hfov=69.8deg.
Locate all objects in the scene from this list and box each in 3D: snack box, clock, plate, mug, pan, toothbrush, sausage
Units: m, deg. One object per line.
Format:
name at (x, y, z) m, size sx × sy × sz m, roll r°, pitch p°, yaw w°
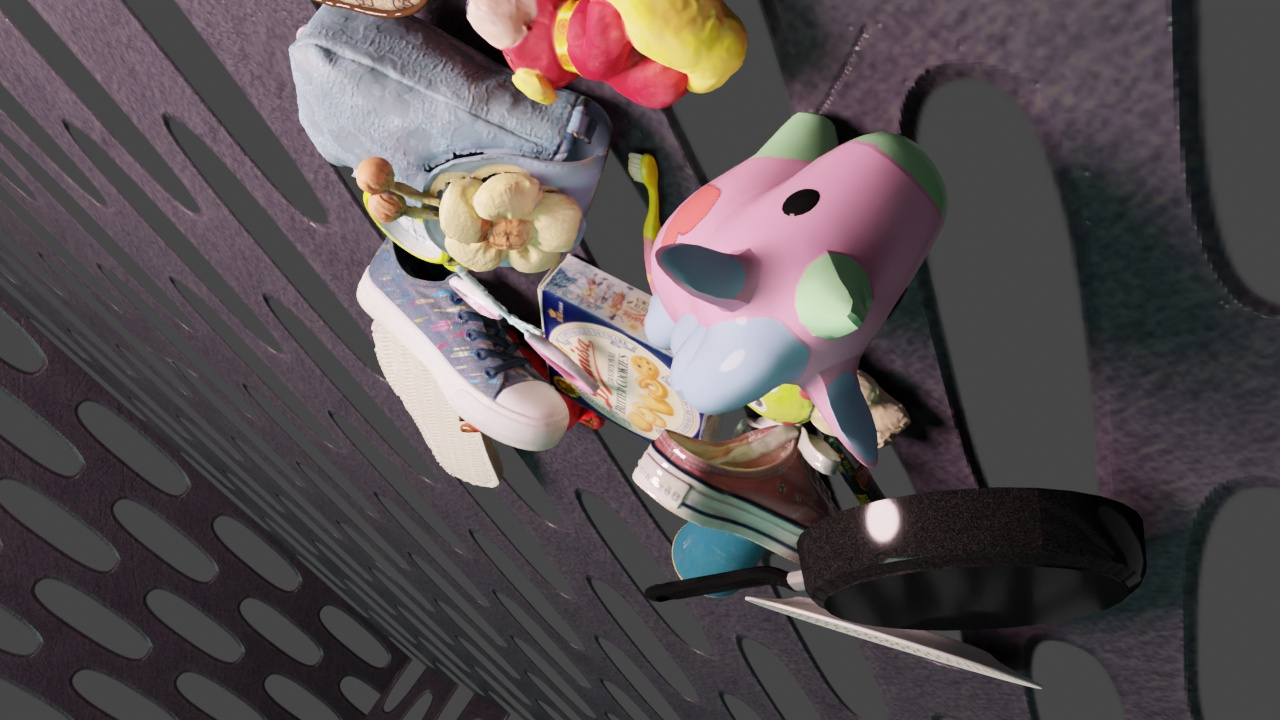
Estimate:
snack box at (-0.004, 0.004, 0.695) m, size 0.145 × 0.042 × 0.145 m, roll 27°, pitch 152°, yaw 14°
clock at (-0.153, -0.108, 0.673) m, size 0.083 × 0.057 × 0.119 m, roll 28°, pitch 158°, yaw 12°
plate at (0.207, 0.228, 0.768) m, size 0.242 × 0.016 × 0.243 m, roll 16°, pitch 166°, yaw 4°
mug at (0.079, 0.151, 0.805) m, size 0.078 × 0.078 × 0.122 m, roll 31°, pitch 147°, yaw 8°
pan at (0.143, 0.150, 0.614) m, size 0.357 × 0.044 × 0.204 m, roll -20°, pitch 146°, yaw 36°
toothbrush at (0.010, -0.076, 0.583) m, size 0.016 × 0.021 × 0.136 m, roll 23°, pitch 146°, yaw 29°
sausage at (0.170, 0.100, 0.679) m, size 0.020 × 0.020 × 0.155 m, roll 1°, pitch 137°, yaw 47°

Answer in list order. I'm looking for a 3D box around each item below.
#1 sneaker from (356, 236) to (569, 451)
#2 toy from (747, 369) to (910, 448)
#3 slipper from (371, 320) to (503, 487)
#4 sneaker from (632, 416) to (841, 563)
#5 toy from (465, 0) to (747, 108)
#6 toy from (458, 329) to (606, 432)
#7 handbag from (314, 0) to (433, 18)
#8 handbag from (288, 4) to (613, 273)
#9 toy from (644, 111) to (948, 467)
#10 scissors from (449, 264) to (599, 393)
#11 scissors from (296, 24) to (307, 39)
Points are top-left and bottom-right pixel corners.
sneaker at (-0.136, -0.025, 0.739) m, size 0.235 × 0.087 × 0.079 m, roll 41°, pitch 121°, yaw 23°
toy at (0.115, 0.021, 0.593) m, size 0.118 × 0.043 × 0.092 m, roll 28°, pitch 151°, yaw 10°
slipper at (-0.199, 0.042, 0.955) m, size 0.114 × 0.053 × 0.273 m, roll 17°, pitch 142°, yaw 25°
sneaker at (0.093, 0.083, 0.658) m, size 0.118 × 0.088 × 0.241 m, roll 35°, pitch -175°, yaw 42°
toy at (-0.010, -0.156, 0.440) m, size 0.137 × 0.067 × 0.105 m, roll 12°, pitch 164°, yaw 35°
toy at (-0.094, 0.046, 0.805) m, size 0.133 × 0.093 × 0.088 m, roll 24°, pitch 150°, yaw 17°
handbag at (-0.138, -0.246, 0.445) m, size 0.167 × 0.063 × 0.139 m, roll 21°, pitch 139°, yaw 22°
handbag at (-0.116, -0.124, 0.539) m, size 0.192 × 0.118 × 0.122 m, roll 26°, pitch 152°, yaw -6°
toy at (0.052, -0.036, 0.435) m, size 0.120 × 0.170 × 0.223 m, roll 43°, pitch 151°, yaw -14°
scissors at (-0.094, -0.030, 0.640) m, size 0.168 × 0.014 × 0.170 m, roll 33°, pitch 174°, yaw 33°
scissors at (-0.167, -0.210, 0.573) m, size 0.175 × 0.014 × 0.142 m, roll 44°, pitch 145°, yaw -24°
